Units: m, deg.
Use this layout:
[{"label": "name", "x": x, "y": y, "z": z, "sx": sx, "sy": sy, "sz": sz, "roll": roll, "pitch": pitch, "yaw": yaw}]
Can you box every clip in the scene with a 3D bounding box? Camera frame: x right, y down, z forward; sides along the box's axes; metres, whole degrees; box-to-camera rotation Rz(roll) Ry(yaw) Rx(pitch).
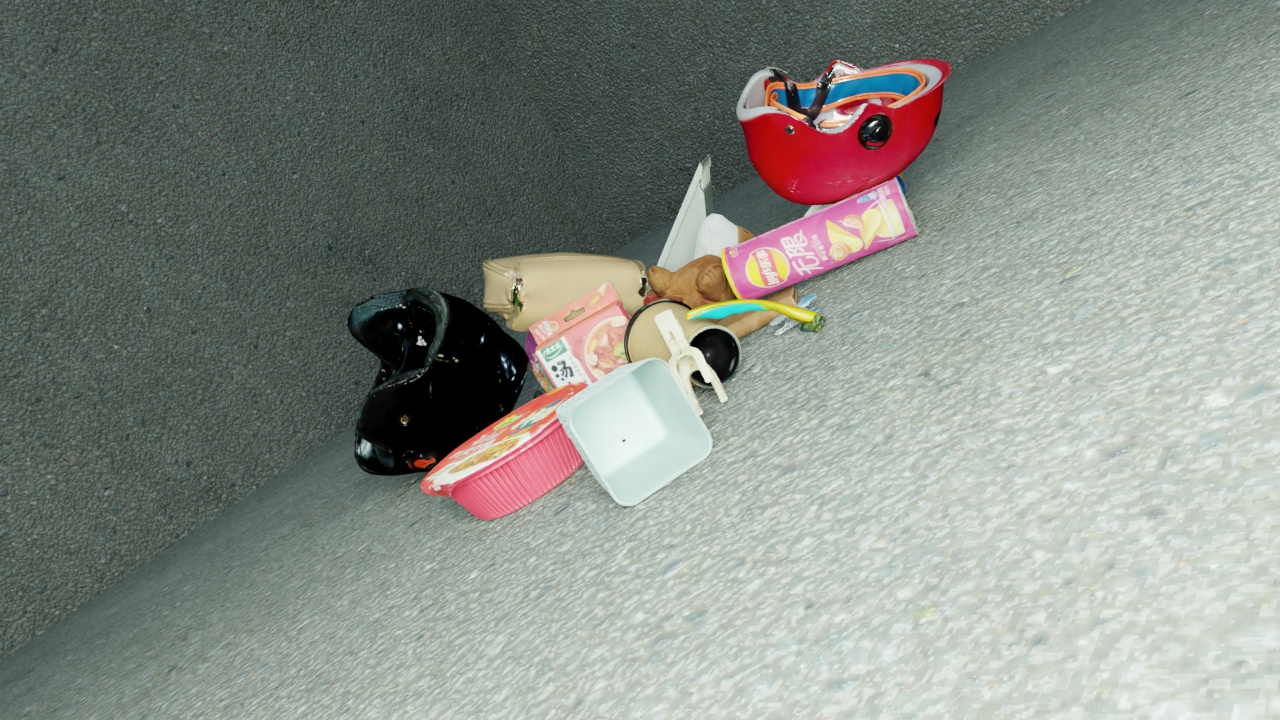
[{"label": "clip", "x": 0.039, "y": -0.003, "z": 0.816, "sx": 0.035, "sy": 0.103, "sz": 0.092, "roll": -28, "pitch": -11, "yaw": 9}, {"label": "clip", "x": 0.158, "y": -0.045, "z": 0.940, "sx": 0.058, "sy": 0.038, "sz": 0.026, "roll": -31, "pitch": 12, "yaw": -11}]

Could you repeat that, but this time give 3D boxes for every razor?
[{"label": "razor", "x": 0.107, "y": -0.043, "z": 0.866, "sx": 0.132, "sy": 0.028, "sz": 0.043, "roll": 3, "pitch": 6, "yaw": -13}]

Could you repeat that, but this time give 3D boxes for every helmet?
[{"label": "helmet", "x": -0.288, "y": 0.039, "z": 1.256, "sx": 0.275, "sy": 0.230, "sz": 0.233, "roll": -57, "pitch": 33, "yaw": 28}, {"label": "helmet", "x": 0.235, "y": -0.261, "z": 1.065, "sx": 0.240, "sy": 0.144, "sz": 0.206, "roll": -8, "pitch": 31, "yaw": 3}]

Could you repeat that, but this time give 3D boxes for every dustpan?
[{"label": "dustpan", "x": 0.047, "y": -0.182, "z": 1.453, "sx": 0.143, "sy": 0.258, "sz": 0.222, "roll": -5, "pitch": 15, "yaw": 9}]

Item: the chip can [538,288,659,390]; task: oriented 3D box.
[{"label": "chip can", "x": -0.032, "y": -0.027, "z": 1.204, "sx": 0.216, "sy": 0.073, "sz": 0.073, "roll": -32, "pitch": 9, "yaw": -38}]

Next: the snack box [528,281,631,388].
[{"label": "snack box", "x": -0.052, "y": -0.007, "z": 1.050, "sx": 0.113, "sy": 0.127, "sz": 0.044, "roll": -30, "pitch": 10, "yaw": 11}]

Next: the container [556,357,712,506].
[{"label": "container", "x": -0.012, "y": 0.054, "z": 0.745, "sx": 0.090, "sy": 0.090, "sz": 0.111, "roll": -32, "pitch": 8, "yaw": -11}]

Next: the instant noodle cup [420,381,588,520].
[{"label": "instant noodle cup", "x": -0.121, "y": 0.097, "z": 0.917, "sx": 0.194, "sy": 0.066, "sz": 0.193, "roll": -29, "pitch": 9, "yaw": 5}]

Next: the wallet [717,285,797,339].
[{"label": "wallet", "x": 0.133, "y": -0.053, "z": 1.054, "sx": 0.101, "sy": 0.020, "sz": 0.115, "roll": -26, "pitch": 8, "yaw": 14}]

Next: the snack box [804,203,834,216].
[{"label": "snack box", "x": 0.235, "y": -0.193, "z": 1.196, "sx": 0.157, "sy": 0.027, "sz": 0.084, "roll": -55, "pitch": -7, "yaw": 12}]

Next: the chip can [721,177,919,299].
[{"label": "chip can", "x": 0.201, "y": -0.133, "z": 1.037, "sx": 0.211, "sy": 0.071, "sz": 0.071, "roll": -21, "pitch": 13, "yaw": 21}]

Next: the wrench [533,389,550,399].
[{"label": "wrench", "x": -0.124, "y": 0.062, "z": 1.174, "sx": 0.016, "sy": 0.056, "sz": 0.273, "roll": 4, "pitch": -1, "yaw": -11}]

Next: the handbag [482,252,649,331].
[{"label": "handbag", "x": -0.089, "y": -0.083, "z": 1.132, "sx": 0.204, "sy": 0.100, "sz": 0.148, "roll": -4, "pitch": 11, "yaw": -15}]

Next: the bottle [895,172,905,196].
[{"label": "bottle", "x": 0.301, "y": -0.208, "z": 1.179, "sx": 0.065, "sy": 0.065, "sz": 0.218, "roll": -24, "pitch": 12, "yaw": 35}]

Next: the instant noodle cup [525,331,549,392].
[{"label": "instant noodle cup", "x": -0.089, "y": -0.013, "z": 1.274, "sx": 0.099, "sy": 0.111, "sz": 0.112, "roll": -27, "pitch": 6, "yaw": -38}]

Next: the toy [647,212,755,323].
[{"label": "toy", "x": 0.097, "y": -0.126, "z": 1.202, "sx": 0.140, "sy": 0.130, "sz": 0.199, "roll": 6, "pitch": 28, "yaw": 37}]

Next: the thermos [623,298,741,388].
[{"label": "thermos", "x": 0.044, "y": -0.013, "z": 0.932, "sx": 0.093, "sy": 0.093, "sz": 0.143, "roll": -33, "pitch": 19, "yaw": -14}]
